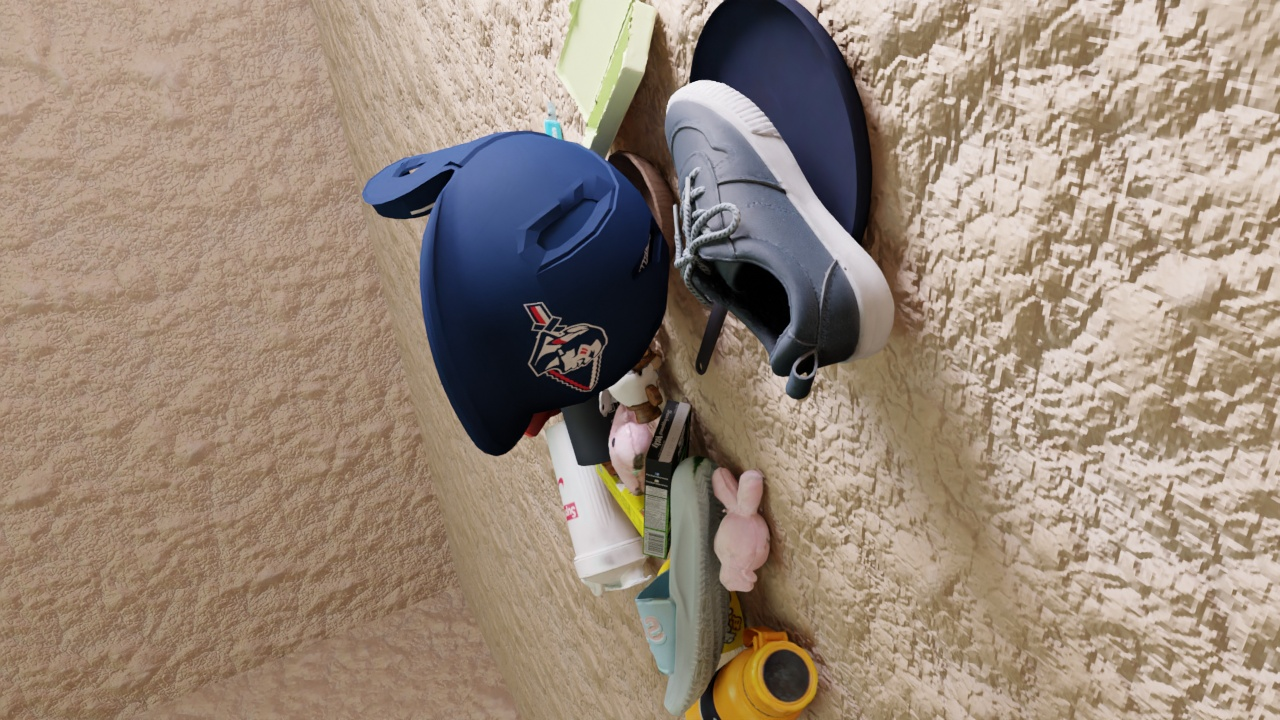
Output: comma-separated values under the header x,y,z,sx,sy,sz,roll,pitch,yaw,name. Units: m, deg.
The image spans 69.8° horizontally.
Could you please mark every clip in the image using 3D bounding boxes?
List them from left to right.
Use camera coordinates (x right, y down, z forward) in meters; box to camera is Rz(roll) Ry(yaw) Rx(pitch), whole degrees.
x,y,z,sx,sy,sz,roll,pitch,yaw,name
-0.024,0.031,0.987,0.101,0.040,0.054,56,-153,-58,clip

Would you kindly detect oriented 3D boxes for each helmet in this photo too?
x,y,z,sx,sy,sz,roll,pitch,yaw,name
-0.090,-0.055,0.730,0.232,0.223,0.271,72,-153,-45,helmet

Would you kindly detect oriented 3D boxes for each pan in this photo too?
x,y,z,sx,sy,sz,roll,pitch,yaw,name
0.078,-0.094,0.668,0.198,0.021,0.357,60,156,28,pan

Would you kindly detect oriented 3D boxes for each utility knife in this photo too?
x,y,z,sx,sy,sz,roll,pitch,yaw,name
-0.093,-0.220,1.000,0.015,0.022,0.124,-127,26,-57,utility knife

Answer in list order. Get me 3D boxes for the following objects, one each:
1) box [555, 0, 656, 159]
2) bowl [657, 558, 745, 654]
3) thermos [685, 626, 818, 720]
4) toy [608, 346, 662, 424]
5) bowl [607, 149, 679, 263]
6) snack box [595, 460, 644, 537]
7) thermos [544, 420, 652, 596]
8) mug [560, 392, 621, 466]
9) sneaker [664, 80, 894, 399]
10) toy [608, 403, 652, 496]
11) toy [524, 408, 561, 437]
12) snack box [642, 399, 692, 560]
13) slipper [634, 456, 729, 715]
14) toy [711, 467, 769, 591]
x,y,z,sx,sy,sz,roll,pitch,yaw,name
-0.032,-0.251,0.791,0.188,0.047,0.140,128,130,-66,box
0.053,0.261,0.975,0.117,0.067,0.117,53,153,42,bowl
0.100,0.319,0.888,0.091,0.076,0.233,56,156,19,thermos
-0.005,0.005,0.922,0.087,0.067,0.112,16,131,66,toy
0.005,-0.130,0.812,0.118,0.030,0.118,52,152,42,bowl
-0.005,0.156,1.072,0.148,0.040,0.029,47,149,48,snack box
-0.057,0.182,1.163,0.099,0.099,0.220,135,119,-68,thermos
-0.049,0.073,1.091,0.105,0.071,0.077,-63,-42,-80,mug
0.060,-0.080,0.568,0.235,0.087,0.089,59,156,30,sneaker
-0.010,0.092,1.015,0.099,0.052,0.095,87,171,-57,toy
-0.149,0.013,1.165,0.197,0.120,0.158,89,-171,-76,toy
0.026,0.120,0.914,0.080,0.025,0.148,-67,-16,-45,snack box
0.039,0.210,0.873,0.074,0.103,0.245,4,99,24,slipper
0.090,0.149,0.816,0.064,0.047,0.110,-173,78,-66,toy
